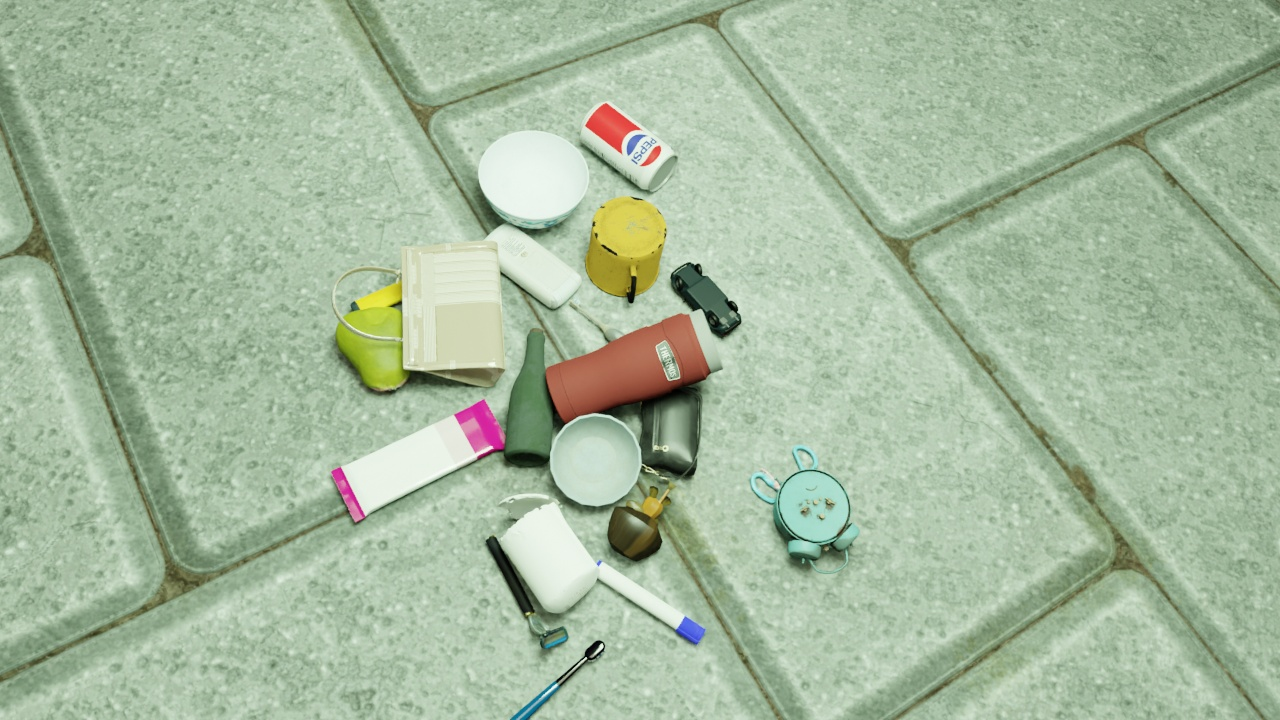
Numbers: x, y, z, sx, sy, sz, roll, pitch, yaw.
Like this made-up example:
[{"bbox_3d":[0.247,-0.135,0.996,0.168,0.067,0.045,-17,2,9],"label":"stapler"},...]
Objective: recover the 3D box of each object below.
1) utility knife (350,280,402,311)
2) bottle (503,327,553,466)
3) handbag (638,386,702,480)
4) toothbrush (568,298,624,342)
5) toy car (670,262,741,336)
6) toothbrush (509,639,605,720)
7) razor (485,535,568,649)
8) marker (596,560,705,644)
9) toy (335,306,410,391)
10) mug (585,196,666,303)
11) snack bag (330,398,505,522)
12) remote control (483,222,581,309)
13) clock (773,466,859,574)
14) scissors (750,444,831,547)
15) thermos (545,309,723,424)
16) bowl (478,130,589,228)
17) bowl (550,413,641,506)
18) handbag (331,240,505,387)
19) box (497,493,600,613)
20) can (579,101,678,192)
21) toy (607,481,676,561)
[{"bbox_3d":[-0.268,-0.106,1.185,0.223,0.019,0.030,-28,75,-21],"label":"utility knife"},{"bbox_3d":[-0.131,0.039,1.110,0.055,0.055,0.173,4,62,-6],"label":"bottle"},{"bbox_3d":[0.033,0.082,1.112,0.079,0.054,0.128,4,65,-2],"label":"handbag"},{"bbox_3d":[-0.021,-0.023,1.176,0.185,0.022,0.024,36,62,12],"label":"toothbrush"},{"bbox_3d":[0.086,-0.081,1.211,0.046,0.034,0.112,-35,73,-21],"label":"toy car"},{"bbox_3d":[-0.102,0.357,0.974,0.167,0.014,0.014,-38,63,-19],"label":"toothbrush"},{"bbox_3d":[-0.133,0.257,1.020,0.144,0.022,0.042,53,26,22],"label":"razor"},{"bbox_3d":[0.008,0.271,1.031,0.141,0.020,0.020,31,63,8],"label":"marker"},{"bbox_3d":[-0.319,-0.013,1.112,0.090,0.051,0.110,-12,67,-17],"label":"toy"},{"bbox_3d":[-0.017,-0.140,1.192,0.100,0.094,0.123,-4,64,-10],"label":"mug"},{"bbox_3d":[-0.256,0.115,1.076,0.196,0.016,0.070,-26,70,-20],"label":"snack bag"},{"bbox_3d":[-0.145,-0.126,1.204,0.138,0.025,0.060,37,61,10],"label":"remote control"},{"bbox_3d":[0.204,0.188,1.073,0.090,0.053,0.124,-13,71,-12],"label":"clock"},{"bbox_3d":[0.208,0.159,1.122,0.141,0.015,0.111,34,65,3],"label":"scissors"},{"bbox_3d":[-0.007,0.006,1.105,0.199,0.108,0.084,-21,102,5],"label":"thermos"},{"bbox_3d":[-0.144,-0.228,1.231,0.144,0.074,0.143,3,63,-6],"label":"bowl"},{"bbox_3d":[-0.054,0.117,1.080,0.106,0.039,0.106,1,84,-7],"label":"bowl"},{"bbox_3d":[-0.269,-0.065,1.106,0.197,0.062,0.175,5,64,-25],"label":"handbag"},{"bbox_3d":[-0.105,0.202,1.020,0.089,0.080,0.143,-39,72,-7],"label":"box"},{"bbox_3d":[-0.017,-0.300,1.287,0.132,0.070,0.070,40,65,12],"label":"can"},{"bbox_3d":[0.005,0.181,1.054,0.076,0.063,0.100,43,77,-26],"label":"toy"}]
